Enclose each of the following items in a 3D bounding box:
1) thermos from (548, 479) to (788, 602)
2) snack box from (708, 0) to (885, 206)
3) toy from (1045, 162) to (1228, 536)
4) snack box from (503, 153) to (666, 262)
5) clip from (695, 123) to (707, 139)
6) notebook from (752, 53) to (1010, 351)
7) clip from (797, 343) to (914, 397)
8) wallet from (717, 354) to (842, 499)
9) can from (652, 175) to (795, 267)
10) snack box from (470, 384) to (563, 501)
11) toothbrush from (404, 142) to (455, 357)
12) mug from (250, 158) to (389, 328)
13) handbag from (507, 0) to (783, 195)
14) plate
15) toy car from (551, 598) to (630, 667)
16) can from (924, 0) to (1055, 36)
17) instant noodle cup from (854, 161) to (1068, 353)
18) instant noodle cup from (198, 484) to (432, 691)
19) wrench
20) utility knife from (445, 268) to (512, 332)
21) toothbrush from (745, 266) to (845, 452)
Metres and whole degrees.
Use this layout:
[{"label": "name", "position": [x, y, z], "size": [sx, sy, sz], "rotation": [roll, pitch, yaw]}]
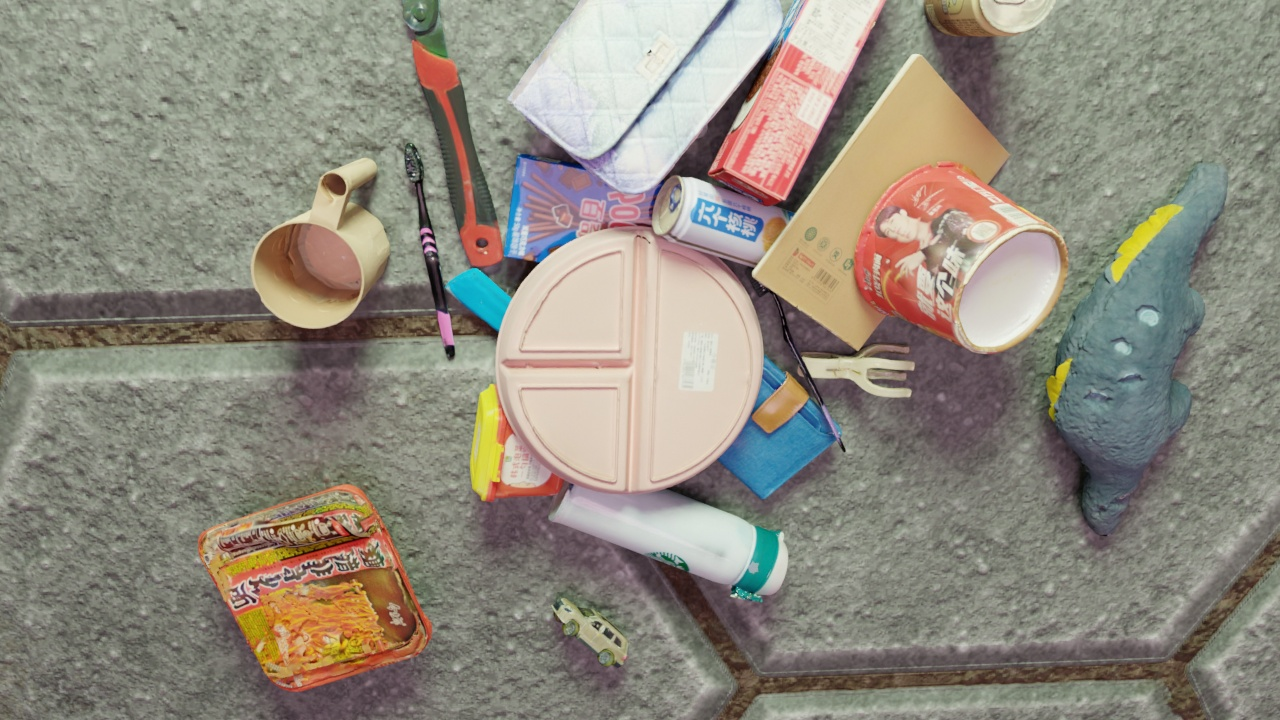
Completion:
[{"label": "thermos", "position": [0.030, 0.158, 0.850], "size": [0.224, 0.073, 0.073], "rotation": [23, 107, -10]}, {"label": "snack box", "position": [0.126, -0.222, 0.698], "size": [0.058, 0.057, 0.207], "rotation": [26, 92, -10]}, {"label": "toy", "position": [0.427, 0.008, 0.806], "size": [0.137, 0.091, 0.357], "rotation": [-9, 114, -28]}, {"label": "snack box", "position": [-0.031, -0.117, 0.771], "size": [0.157, 0.026, 0.085], "rotation": [9, 108, -5]}, {"label": "clip", "position": [0.028, -0.199, 0.748], "size": [0.057, 0.031, 0.025], "rotation": [29, 104, -7]}, {"label": "notebook", "position": [0.199, -0.120, 0.748], "size": [0.147, 0.008, 0.208], "rotation": [29, 102, -36]}, {"label": "clip", "position": [0.196, 0.010, 0.804], "size": [0.103, 0.092, 0.035], "rotation": [-2, 111, -13]}, {"label": "wallet", "position": [0.103, 0.054, 0.833], "size": [0.133, 0.040, 0.106], "rotation": [42, 108, -16]}, {"label": "can", "position": [0.079, -0.107, 0.745], "size": [0.134, 0.053, 0.053], "rotation": [14, 109, -24]}, {"label": "snack box", "position": [-0.105, 0.075, 0.811], "size": [0.080, 0.082, 0.091], "rotation": [7, 110, -15]}, {"label": "toothbrush", "position": [-0.179, -0.089, 0.782], "size": [0.014, 0.017, 0.189], "rotation": [-7, 111, -2]}, {"label": "mug", "position": [-0.244, -0.098, 0.730], "size": [0.084, 0.103, 0.125], "rotation": [19, 108, -9]}, {"label": "handbag", "position": [0.008, -0.231, 0.696], "size": [0.134, 0.075, 0.194], "rotation": [38, 97, -5]}, {"label": "plate", "position": [-0.005, 0.004, 0.762], "size": [0.229, 0.028, 0.229], "rotation": [-2, 100, -11]}, {"label": "toy car", "position": [-0.050, 0.264, 0.900], "size": [0.090, 0.042, 0.035], "rotation": [43, 81, -20]}, {"label": "can", "position": [0.256, -0.270, 0.677], "size": [0.058, 0.116, 0.058], "rotation": [-1, 110, -2]}, {"label": "instant noodle cup", "position": [0.256, -0.077, 0.728], "size": [0.137, 0.108, 0.138], "rotation": [-12, 123, -20]}, {"label": "instant noodle cup", "position": [-0.291, 0.204, 0.850], "size": [0.164, 0.079, 0.189], "rotation": [-17, 108, 4]}, {"label": "wrench", "position": [-0.161, -0.206, 0.740], "size": [0.056, 0.016, 0.273], "rotation": [-15, 110, 4]}, {"label": "utility knife", "position": [-0.086, -0.011, 0.812], "size": [0.199, 0.018, 0.034], "rotation": [41, 115, -15]}, {"label": "toothbrush", "position": [0.137, -0.002, 0.805], "size": [0.017, 0.014, 0.189], "rotation": [-25, 95, 18]}]
